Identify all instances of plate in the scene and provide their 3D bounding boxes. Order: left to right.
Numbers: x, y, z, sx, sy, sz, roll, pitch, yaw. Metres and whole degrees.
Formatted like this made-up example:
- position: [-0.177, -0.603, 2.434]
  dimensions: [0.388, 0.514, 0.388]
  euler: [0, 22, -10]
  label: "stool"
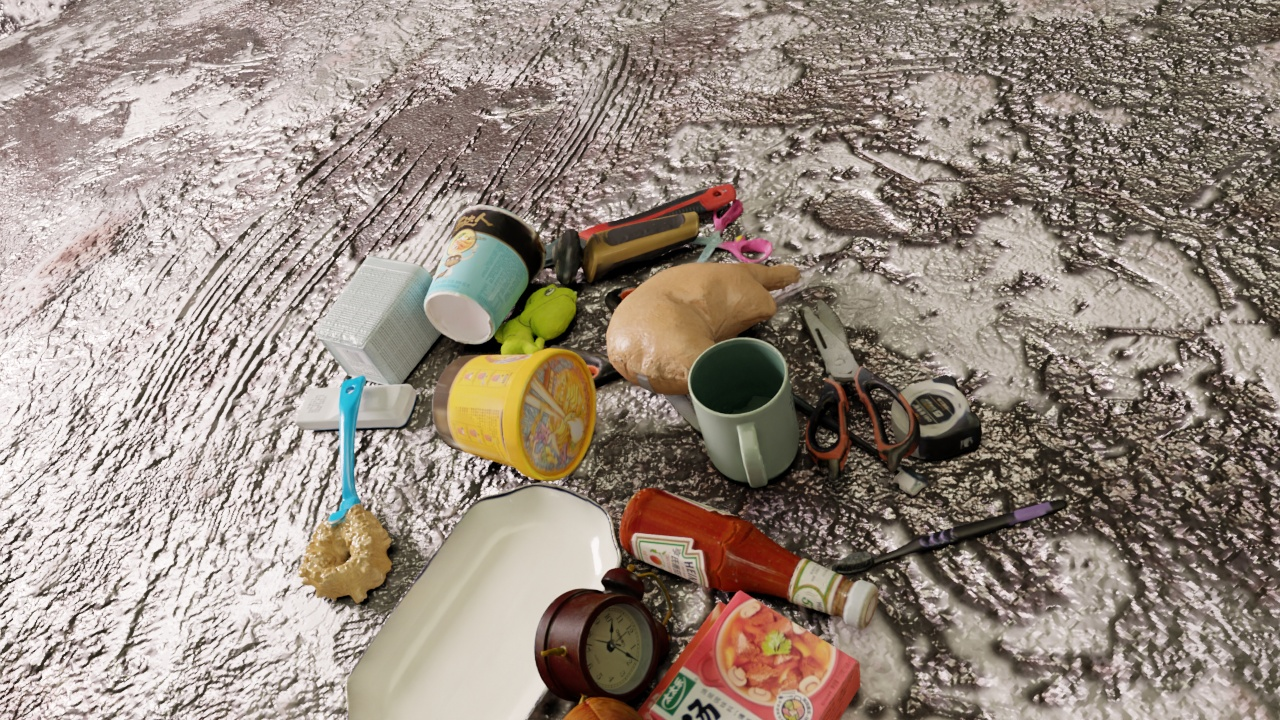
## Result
- position: [-0.121, 0.217, 0.739]
  dimensions: [0.162, 0.034, 0.265]
  euler: [15, 54, 28]
  label: "plate"

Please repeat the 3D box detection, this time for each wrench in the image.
- position: [-0.023, -0.154, 1.054]
  dimensions: [0.274, 0.016, 0.056]
  euler: [-14, 48, 10]
  label: "wrench"

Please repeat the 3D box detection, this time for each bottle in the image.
- position: [0.081, 0.155, 0.713]
  dimensions: [0.206, 0.060, 0.059]
  euler: [16, 55, 29]
  label: "bottle"

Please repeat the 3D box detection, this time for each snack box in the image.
- position: [0.072, 0.234, 0.652]
  dimensions: [0.127, 0.044, 0.113]
  euler: [24, 59, 34]
  label: "snack box"

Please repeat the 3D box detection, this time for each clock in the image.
- position: [-0.022, 0.204, 0.681]
  dimensions: [0.121, 0.082, 0.055]
  euler: [-32, 10, -39]
  label: "clock"

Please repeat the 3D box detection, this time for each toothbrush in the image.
- position: [0.172, 0.062, 0.799]
  dimensions: [0.018, 0.016, 0.181]
  euler: [-44, 50, -11]
  label: "toothbrush"
- position: [0.239, 0.135, 0.710]
  dimensions: [0.189, 0.017, 0.014]
  euler: [-16, 45, 1]
  label: "toothbrush"

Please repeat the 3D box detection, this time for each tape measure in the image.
- position: [0.245, 0.050, 0.773]
  dimensions: [0.066, 0.034, 0.065]
  euler: [-16, 44, 5]
  label: "tape measure"

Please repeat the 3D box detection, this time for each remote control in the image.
- position: [-0.298, 0.048, 0.961]
  dimensions: [0.125, 0.024, 0.048]
  euler: [-4, 47, 16]
  label: "remote control"

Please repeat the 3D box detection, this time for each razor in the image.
- position: [-0.016, -0.129, 1.002]
  dimensions: [0.167, 0.068, 0.062]
  euler: [-16, 47, 1]
  label: "razor"

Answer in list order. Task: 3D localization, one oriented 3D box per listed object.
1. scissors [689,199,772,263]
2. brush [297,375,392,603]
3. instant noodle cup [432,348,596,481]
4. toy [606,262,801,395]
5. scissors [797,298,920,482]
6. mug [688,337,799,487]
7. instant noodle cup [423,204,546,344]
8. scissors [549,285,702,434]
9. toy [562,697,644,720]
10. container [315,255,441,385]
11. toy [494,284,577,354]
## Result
- position: [0.087, -0.134, 1.009]
  dimensions: [0.133, 0.017, 0.134]
  euler: [9, 55, 30]
  label: "scissors"
- position: [-0.277, 0.113, 0.872]
  dimensions: [0.083, 0.046, 0.254]
  euler: [-18, 51, 7]
  label: "brush"
- position: [-0.119, 0.045, 0.846]
  dimensions: [0.115, 0.118, 0.118]
  euler: [5, 50, 32]
  label: "instant noodle cup"
- position: [0.063, -0.052, 0.884]
  dimensions: [0.143, 0.083, 0.225]
  euler: [23, 50, 30]
  label: "toy"
- position: [0.169, 0.021, 0.809]
  dimensions: [0.205, 0.015, 0.198]
  euler: [19, 63, 46]
  label: "scissors"
- position: [0.091, 0.057, 0.766]
  dimensions: [0.082, 0.106, 0.111]
  euler: [-11, 46, 7]
  label: "mug"
- position: [-0.171, -0.085, 0.978]
  dimensions: [0.111, 0.111, 0.120]
  euler: [3, 48, 20]
  label: "instant noodle cup"
- position: [0.001, -0.006, 0.913]
  dimensions: [0.221, 0.022, 0.227]
  euler: [-8, 46, 12]
  label: "scissors"
- position: [-0.054, 0.316, 0.581]
  dimensions: [0.199, 0.140, 0.130]
  euler: [-38, 90, -15]
  label: "toy"
- position: [-0.277, -0.039, 0.992]
  dimensions: [0.090, 0.090, 0.111]
  euler: [12, 57, 27]
  label: "container"
- position: [-0.107, -0.041, 0.975]
  dimensions: [0.100, 0.031, 0.096]
  euler: [-28, 43, 0]
  label: "toy"
